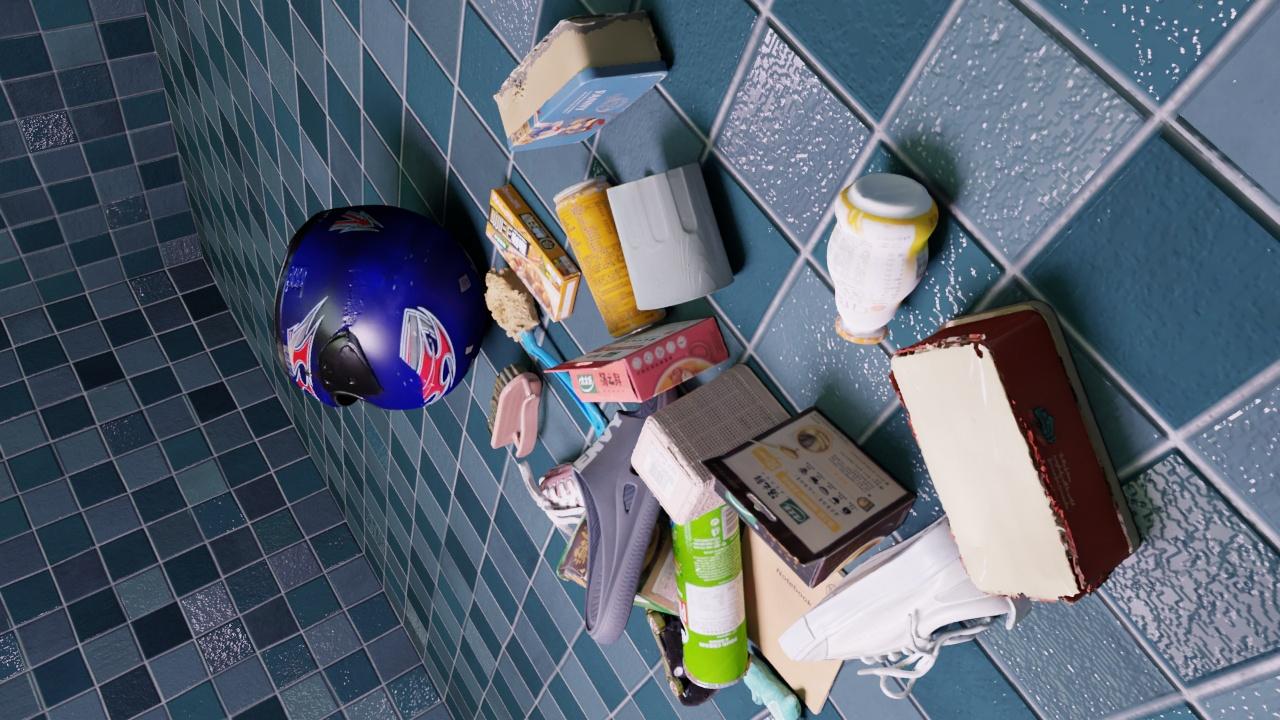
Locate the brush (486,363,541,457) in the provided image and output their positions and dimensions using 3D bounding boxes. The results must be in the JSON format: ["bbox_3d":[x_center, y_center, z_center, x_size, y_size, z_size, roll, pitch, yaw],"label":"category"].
[{"bbox_3d":[-0.159,0.065,1.204,0.073,0.063,0.146,55,148,26],"label":"brush"}]

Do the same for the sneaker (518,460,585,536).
[{"bbox_3d":[-0.081,0.162,1.120,0.242,0.087,0.118,-20,94,62],"label":"sneaker"}]

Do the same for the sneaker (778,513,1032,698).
[{"bbox_3d":[0.197,0.196,0.699,0.090,0.089,0.243,53,143,14],"label":"sneaker"}]

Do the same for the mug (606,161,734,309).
[{"bbox_3d":[0.021,-0.105,0.773,0.124,0.083,0.103,-130,23,-77],"label":"mug"}]

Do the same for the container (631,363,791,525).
[{"bbox_3d":[0.061,0.075,0.796,0.090,0.110,0.090,52,148,23],"label":"container"}]

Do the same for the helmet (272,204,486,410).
[{"bbox_3d":[-0.327,-0.048,1.210,0.240,0.246,0.316,22,137,5],"label":"helmet"}]

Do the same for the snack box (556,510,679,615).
[{"bbox_3d":[0.000,0.211,0.977,0.106,0.117,0.118,13,161,44],"label":"snack box"}]

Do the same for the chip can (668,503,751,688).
[{"bbox_3d":[0.069,0.216,0.914,0.072,0.072,0.236,28,133,48],"label":"chip can"}]

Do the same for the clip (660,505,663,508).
[{"bbox_3d":[0.027,0.149,1.009,0.043,0.014,0.057,60,150,9],"label":"clip"}]

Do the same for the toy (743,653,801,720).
[{"bbox_3d":[0.136,0.350,0.967,0.092,0.030,0.097,45,153,41],"label":"toy"}]

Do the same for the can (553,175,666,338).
[{"bbox_3d":[-0.029,-0.097,0.869,0.058,0.058,0.146,-20,94,61],"label":"can"}]

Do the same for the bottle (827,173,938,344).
[{"bbox_3d":[0.151,-0.063,0.592,0.063,0.063,0.109,40,142,38],"label":"bottle"}]

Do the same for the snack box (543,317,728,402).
[{"bbox_3d":[-0.005,0.005,0.836,0.113,0.126,0.044,-3,109,60],"label":"snack box"}]

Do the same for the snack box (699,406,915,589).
[{"bbox_3d":[0.123,0.103,0.699,0.113,0.125,0.053,45,145,32],"label":"snack box"}]

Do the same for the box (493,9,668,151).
[{"bbox_3d":[-0.052,-0.234,0.773,0.185,0.089,0.059,-11,95,62],"label":"box"}]

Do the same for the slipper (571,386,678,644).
[{"bbox_3d":[-0.028,0.133,0.882,0.111,0.083,0.268,167,118,-76],"label":"slipper"}]

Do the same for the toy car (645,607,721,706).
[{"bbox_3d":[0.051,0.319,1.039,0.042,0.070,0.158,16,124,64],"label":"toy car"}]

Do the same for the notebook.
[{"bbox_3d":[0.143,0.238,0.890,0.148,0.008,0.208,44,145,33],"label":"notebook"}]

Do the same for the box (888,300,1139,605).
[{"bbox_3d":[0.218,0.059,0.558,0.091,0.080,0.168,-16,97,60],"label":"box"}]

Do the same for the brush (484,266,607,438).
[{"bbox_3d":[-0.111,-0.007,1.101,0.254,0.045,0.083,53,145,14],"label":"brush"}]

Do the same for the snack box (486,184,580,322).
[{"bbox_3d":[-0.123,-0.122,1.038,0.153,0.026,0.075,52,148,23],"label":"snack box"}]
